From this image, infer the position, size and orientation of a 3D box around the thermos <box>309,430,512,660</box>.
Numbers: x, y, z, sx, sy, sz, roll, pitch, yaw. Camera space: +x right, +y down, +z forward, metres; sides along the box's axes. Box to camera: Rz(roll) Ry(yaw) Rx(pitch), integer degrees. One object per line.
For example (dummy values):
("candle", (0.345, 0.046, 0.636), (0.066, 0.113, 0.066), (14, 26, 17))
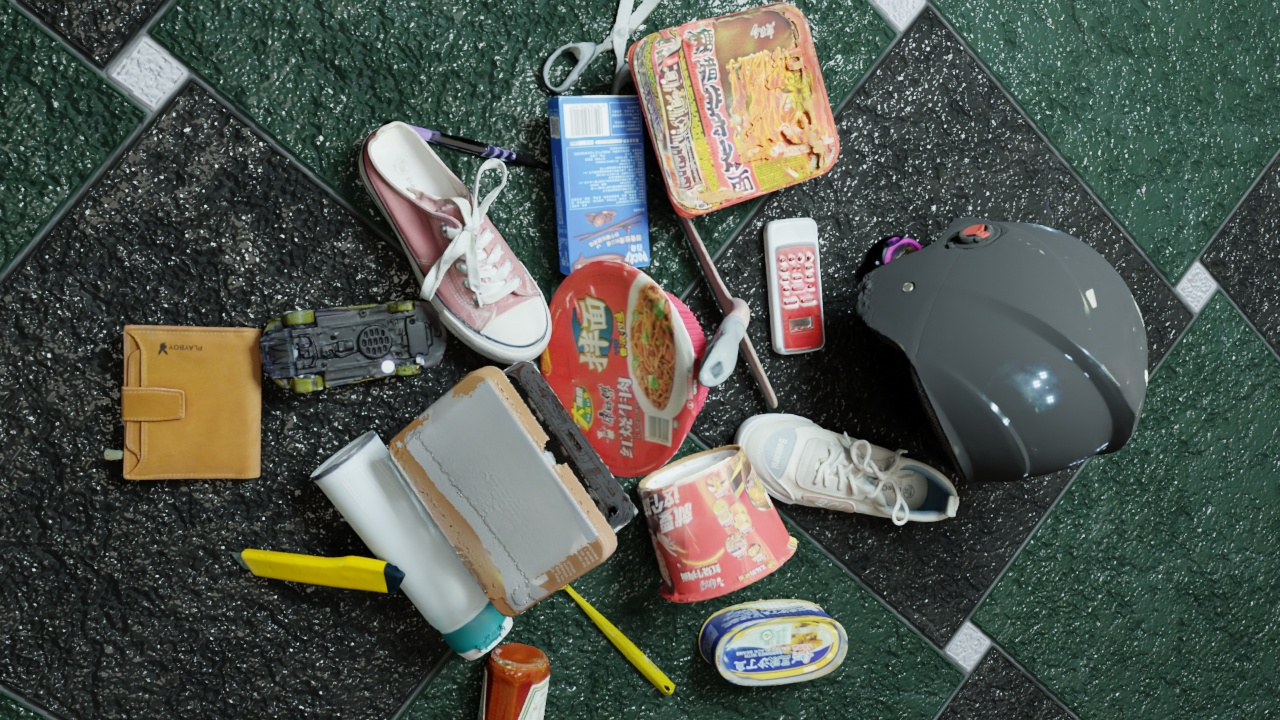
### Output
("thermos", (-0.199, 0.170, 0.823), (0.073, 0.073, 0.224), (-37, 102, -10))

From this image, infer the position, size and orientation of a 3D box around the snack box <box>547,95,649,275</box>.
("snack box", (-0.037, -0.161, 0.840), (0.084, 0.026, 0.157), (-10, 105, -28))

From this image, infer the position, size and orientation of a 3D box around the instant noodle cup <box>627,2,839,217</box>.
("instant noodle cup", (0.082, -0.231, 0.851), (0.188, 0.079, 0.164), (-20, 101, -18))

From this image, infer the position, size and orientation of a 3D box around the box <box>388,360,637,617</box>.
("box", (-0.101, 0.097, 0.758), (0.153, 0.181, 0.182), (-36, 92, -25))

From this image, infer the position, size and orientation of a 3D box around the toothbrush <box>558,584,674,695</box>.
("toothbrush", (-0.029, 0.269, 0.909), (0.015, 0.016, 0.190), (-43, 105, -7))

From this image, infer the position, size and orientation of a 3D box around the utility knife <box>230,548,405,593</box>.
("utility knife", (-0.281, 0.180, 0.799), (0.165, 0.015, 0.033), (5, 116, 10))

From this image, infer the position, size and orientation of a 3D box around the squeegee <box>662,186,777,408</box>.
("squeegee", (0.075, -0.028, 0.792), (0.040, 0.249, 0.248), (-23, 104, 15))

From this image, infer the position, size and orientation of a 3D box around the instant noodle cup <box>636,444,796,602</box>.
("instant noodle cup", (0.063, 0.149, 0.868), (0.137, 0.138, 0.108), (-23, 93, -13))

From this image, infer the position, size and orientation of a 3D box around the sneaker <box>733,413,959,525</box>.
("sneaker", (0.211, 0.118, 0.924), (0.242, 0.091, 0.089), (17, 90, -16))

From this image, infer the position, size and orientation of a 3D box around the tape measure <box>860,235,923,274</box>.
("tape measure", (0.264, -0.100, 0.942), (0.057, 0.039, 0.058), (40, 84, -16))

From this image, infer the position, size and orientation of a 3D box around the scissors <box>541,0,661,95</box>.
("scissors", (-0.021, -0.298, 0.853), (0.175, 0.014, 0.159), (-21, 102, -14))

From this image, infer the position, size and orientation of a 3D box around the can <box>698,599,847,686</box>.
("can", (0.137, 0.289, 0.942), (0.148, 0.049, 0.074), (0, 96, -16))

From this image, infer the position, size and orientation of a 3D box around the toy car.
("toy car", (-0.248, -0.014, 0.802), (0.158, 0.042, 0.070), (-7, 97, -26))

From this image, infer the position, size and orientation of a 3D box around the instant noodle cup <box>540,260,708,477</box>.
("instant noodle cup", (-0.005, 0.005, 0.821), (0.065, 0.194, 0.194), (-12, 100, -44))

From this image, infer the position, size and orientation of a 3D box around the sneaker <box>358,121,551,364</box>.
("sneaker", (-0.154, -0.101, 0.788), (0.118, 0.088, 0.241), (-37, 101, -22))

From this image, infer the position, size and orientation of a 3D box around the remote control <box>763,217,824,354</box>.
("remote control", (0.155, -0.075, 0.924), (0.055, 0.020, 0.136), (-7, 98, -14))

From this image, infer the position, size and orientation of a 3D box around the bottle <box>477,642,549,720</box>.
("bottle", (-0.129, 0.375, 0.872), (0.059, 0.060, 0.206), (7, 97, -17))

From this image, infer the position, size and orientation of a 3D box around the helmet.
("helmet", (0.349, -0.016, 0.867), (0.233, 0.231, 0.273), (54, 46, -38))

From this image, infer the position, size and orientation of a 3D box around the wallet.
("wallet", (-0.385, 0.036, 0.777), (0.119, 0.035, 0.130), (0, 95, -22))

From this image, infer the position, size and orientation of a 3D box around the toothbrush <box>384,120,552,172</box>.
("toothbrush", (-0.137, -0.190, 0.831), (0.189, 0.017, 0.014), (12, 92, -15))
